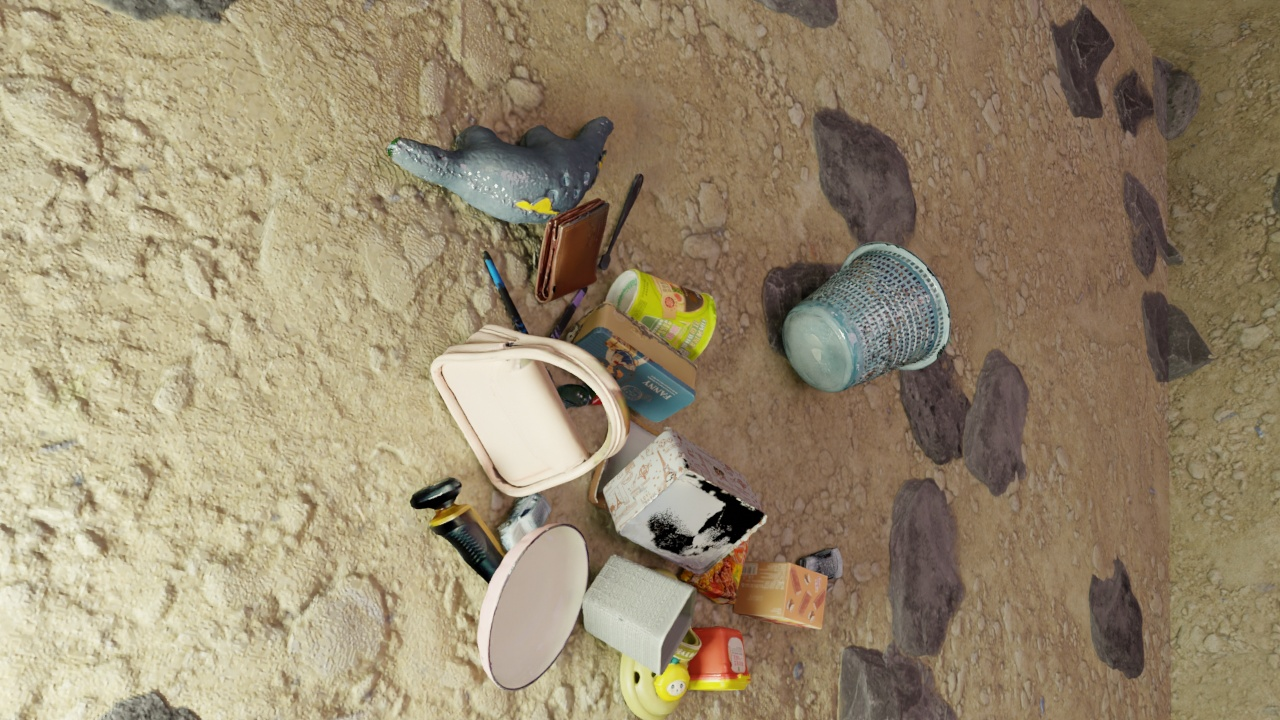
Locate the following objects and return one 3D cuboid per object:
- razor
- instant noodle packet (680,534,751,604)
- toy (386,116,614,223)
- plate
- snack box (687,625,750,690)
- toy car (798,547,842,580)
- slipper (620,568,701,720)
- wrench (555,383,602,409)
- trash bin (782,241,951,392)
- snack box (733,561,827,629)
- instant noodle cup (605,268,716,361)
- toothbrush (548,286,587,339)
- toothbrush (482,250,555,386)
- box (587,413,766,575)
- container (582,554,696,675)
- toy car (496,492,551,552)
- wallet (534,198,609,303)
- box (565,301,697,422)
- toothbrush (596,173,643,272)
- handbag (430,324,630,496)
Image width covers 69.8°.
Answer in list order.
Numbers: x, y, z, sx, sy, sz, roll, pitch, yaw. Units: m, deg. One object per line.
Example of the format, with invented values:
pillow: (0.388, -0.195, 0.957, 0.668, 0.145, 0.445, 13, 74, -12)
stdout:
razor: (-0.187, 0.196, 1.024, 0.167, 0.062, 0.067, 58, 19, -26)
instant noodle packet: (0.111, 0.269, 1.290, 0.110, 0.044, 0.128, 38, 58, -37)
toy: (-0.142, -0.231, 1.114, 0.355, 0.092, 0.138, -18, 83, -45)
plate: (-0.125, 0.272, 1.035, 0.191, 0.039, 0.193, -36, 133, -52)
snack box: (0.102, 0.399, 1.227, 0.091, 0.082, 0.080, 34, 50, -56)
toy car: (0.289, 0.327, 1.454, 0.105, 0.031, 0.049, -5, 87, -44)
slipper: (0.030, 0.362, 1.173, 0.091, 0.082, 0.190, 19, 67, -37)
wrench: (-0.027, 0.042, 1.219, 0.272, 0.016, 0.056, -14, 89, -44)
trash bin: (0.343, -0.053, 1.467, 0.194, 0.227, 0.226, -26, 101, -30)
snack box: (0.203, 0.339, 1.327, 0.094, 0.093, 0.077, 26, 65, -37)
instant noodle cup: (0.021, -0.063, 1.228, 0.123, 0.112, 0.111, 24, 66, -30)
toothbrush: (-0.103, -0.036, 1.150, 0.014, 0.017, 0.188, 49, 45, -22)
toothbrush: (-0.149, -0.048, 1.124, 0.014, 0.016, 0.189, -35, 105, -46)
box: (0.037, 0.162, 1.206, 0.182, 0.153, 0.177, 35, 21, -37)
container: (-0.004, 0.304, 1.113, 0.090, 0.114, 0.090, -51, 154, -38)
toy car: (-0.134, 0.191, 1.071, 0.043, 0.034, 0.090, 63, 29, -18)
wallet: (-0.083, -0.135, 1.148, 0.101, 0.032, 0.125, -34, 148, -44)
box: (-0.007, 0.007, 1.177, 0.184, 0.090, 0.061, 34, 44, -21)
toothbrush: (-0.027, -0.192, 1.265, 0.015, 0.018, 0.180, 36, 57, -25)
handbag: (-0.105, 0.049, 0.995, 0.093, 0.235, 0.193, -42, 111, -38)
